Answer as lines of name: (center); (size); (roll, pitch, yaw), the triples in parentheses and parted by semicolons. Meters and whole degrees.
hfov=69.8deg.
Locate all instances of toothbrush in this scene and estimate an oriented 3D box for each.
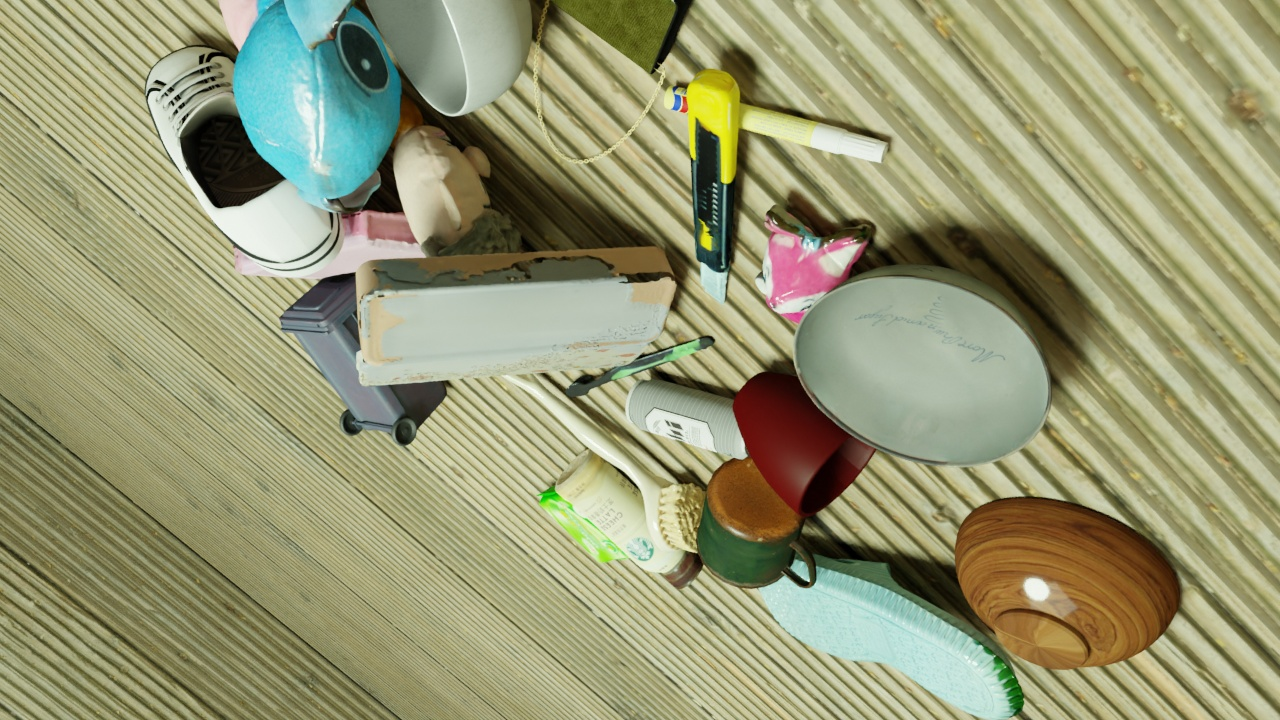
toothbrush: (-0.005, 0.004, 0.757); (0.014, 0.017, 0.189); (46, 142, -20)

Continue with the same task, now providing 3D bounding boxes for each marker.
marker: (0.074, -0.134, 0.519); (0.132, 0.014, 0.014); (21, 143, 22)

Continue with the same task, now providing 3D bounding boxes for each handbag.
handbag: (-0.027, -0.178, 0.556); (0.084, 0.027, 0.178); (36, 151, 1)

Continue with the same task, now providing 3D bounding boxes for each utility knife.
utility knife: (0.046, -0.097, 0.573); (0.029, 0.020, 0.198); (25, 153, 20)

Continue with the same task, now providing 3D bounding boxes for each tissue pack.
tissue pack: (-0.046, 0.168, 0.965); (0.114, 0.034, 0.100); (47, 146, -11)

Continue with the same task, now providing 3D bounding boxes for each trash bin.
trash bin: (-0.276, -0.003, 0.915); (0.094, 0.092, 0.161); (5, 134, 38)

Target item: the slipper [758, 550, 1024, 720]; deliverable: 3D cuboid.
slipper: (0.199, 0.210, 0.764); (0.277, 0.069, 0.116); (11, 136, 54)

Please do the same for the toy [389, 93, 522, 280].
toy: (-0.142, -0.124, 0.675); (0.176, 0.076, 0.133); (62, 169, -14)

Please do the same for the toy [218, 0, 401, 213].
toy: (-0.207, -0.200, 0.564); (0.191, 0.098, 0.225); (66, 158, 19)

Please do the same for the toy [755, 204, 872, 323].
toy: (0.100, -0.047, 0.572); (0.065, 0.050, 0.102); (21, 148, 14)

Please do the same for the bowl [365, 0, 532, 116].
bowl: (-0.108, -0.215, 0.529); (0.132, 0.064, 0.132); (47, 158, 26)

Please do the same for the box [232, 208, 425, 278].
box: (-0.263, -0.139, 0.795); (0.233, 0.098, 0.115); (-2, 88, 45)

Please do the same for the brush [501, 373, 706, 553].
brush: (-0.038, 0.077, 0.840); (0.272, 0.061, 0.078); (43, 130, -1)

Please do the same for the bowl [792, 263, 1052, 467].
bowl: (0.169, -0.007, 0.543); (0.151, 0.056, 0.151); (22, 143, 17)

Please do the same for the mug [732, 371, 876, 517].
mug: (0.115, 0.053, 0.661); (0.088, 0.087, 0.114); (42, -177, 29)

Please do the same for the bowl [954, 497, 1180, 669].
bowl: (0.286, 0.171, 0.639); (0.147, 0.068, 0.147); (24, 144, 19)

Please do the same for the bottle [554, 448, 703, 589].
bottle: (-0.008, 0.157, 0.897); (0.162, 0.056, 0.057); (43, 145, -9)

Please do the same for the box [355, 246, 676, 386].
box: (-0.092, -0.022, 0.660); (0.157, 0.216, 0.063); (130, 132, -64)

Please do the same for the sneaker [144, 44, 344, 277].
sneaker: (-0.315, -0.170, 0.687); (0.245, 0.091, 0.097); (52, 169, 26)

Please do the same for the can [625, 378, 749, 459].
can: (0.043, 0.045, 0.731); (0.107, 0.043, 0.044); (15, 140, 30)

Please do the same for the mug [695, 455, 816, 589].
mug: (0.101, 0.138, 0.747); (0.111, 0.084, 0.081); (39, 148, 27)
